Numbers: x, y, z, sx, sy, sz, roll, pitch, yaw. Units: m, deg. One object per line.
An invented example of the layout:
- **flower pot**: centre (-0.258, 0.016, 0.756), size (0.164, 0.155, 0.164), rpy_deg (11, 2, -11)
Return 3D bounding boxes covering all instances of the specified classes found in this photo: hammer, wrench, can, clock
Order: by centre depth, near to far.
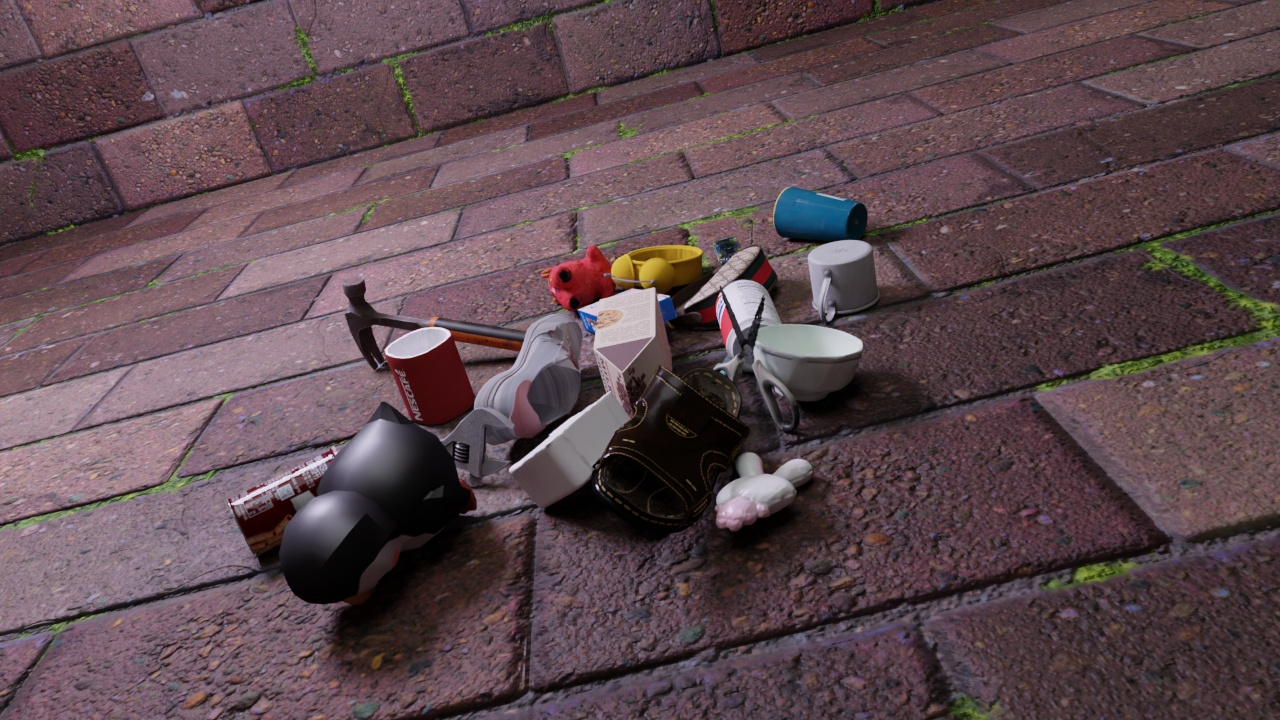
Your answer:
- **wrench**: centre (-0.255, 0.104, 1.019), size (0.274, 0.083, 0.018), rpy_deg (-8, 1, 26)
- **can**: centre (0.130, -0.044, 1.096), size (0.070, 0.070, 0.132), rpy_deg (-13, 26, 4)
- **hammer**: centre (-0.265, -0.031, 1.276), size (0.315, 0.138, 0.034), rpy_deg (9, 33, 16)
- **clock**: centre (0.026, -0.133, 1.335), size (0.114, 0.052, 0.151), rpy_deg (13, 25, 40)

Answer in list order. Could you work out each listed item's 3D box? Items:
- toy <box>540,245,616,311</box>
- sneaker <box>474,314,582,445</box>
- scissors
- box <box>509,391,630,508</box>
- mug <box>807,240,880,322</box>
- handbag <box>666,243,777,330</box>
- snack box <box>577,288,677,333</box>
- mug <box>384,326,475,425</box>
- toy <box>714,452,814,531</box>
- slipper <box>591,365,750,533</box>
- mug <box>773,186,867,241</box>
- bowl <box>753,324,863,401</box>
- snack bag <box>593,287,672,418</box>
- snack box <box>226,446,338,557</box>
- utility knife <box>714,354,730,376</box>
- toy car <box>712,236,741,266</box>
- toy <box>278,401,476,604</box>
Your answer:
- **toy**: centre (-0.080, -0.123, 1.370), size (0.132, 0.088, 0.094), rpy_deg (-14, 6, -26)
- **sneaker**: centre (-0.101, 0.018, 1.072), size (0.090, 0.099, 0.235), rpy_deg (0, 32, 23)
- **scissors**: centre (0.113, 0.007, 0.947), size (0.012, 0.171, 0.157), rpy_deg (-25, 66, -34)
- **box**: centre (-0.026, 0.109, 0.895), size (0.106, 0.132, 0.152), rpy_deg (-43, 6, -41)
- **mug**: centre (0.247, -0.098, 1.143), size (0.084, 0.070, 0.112), rpy_deg (6, 31, 36)
- **handbag**: centre (0.102, -0.092, 1.235), size (0.139, 0.063, 0.166), rpy_deg (-15, 25, 44)
- **snack box**: centre (-0.020, -0.062, 1.224), size (0.088, 0.033, 0.154), rpy_deg (-23, 15, -15)
- **mug**: centre (-0.275, 0.017, 1.163), size (0.116, 0.097, 0.080), rpy_deg (11, 37, 42)
- **toy**: centre (0.105, 0.119, 0.825), size (0.079, 0.038, 0.122), rpy_deg (-2, 20, 32)
- **slipper**: centre (0.041, 0.066, 0.855), size (0.113, 0.076, 0.267), rpy_deg (35, 33, 6)
- **mug**: centre (0.268, -0.212, 1.354), size (0.121, 0.078, 0.078), rpy_deg (17, 41, 41)
- **bowl**: centre (0.173, 0.006, 0.972), size (0.117, 0.061, 0.117), rpy_deg (3, 19, -1)
- **snack bag**: centre (-0.006, 0.006, 1.043), size (0.070, 0.094, 0.206), rpy_deg (-12, 26, 7)
- **snack box**: centre (-0.367, 0.150, 0.980), size (0.121, 0.072, 0.072), rpy_deg (-27, 29, -22)
- **utility knife**: centre (0.085, 0.022, 1.053), size (0.022, 0.015, 0.140), rpy_deg (19, 37, 16)
- **toy car**: centre (0.132, -0.161, 1.375), size (0.039, 0.027, 0.089), rpy_deg (-16, 27, 4)
- **toy**: centre (-0.262, 0.141, 0.860), size (0.159, 0.140, 0.183), rpy_deg (-2, 30, 25)
